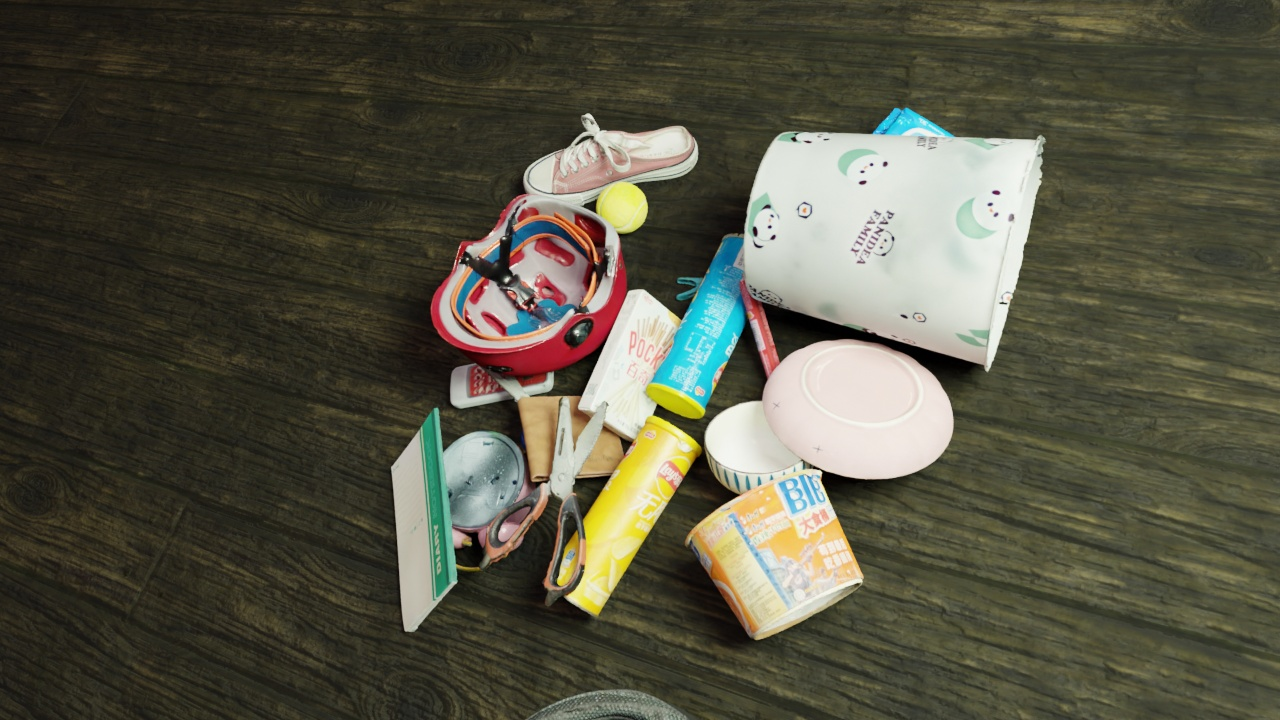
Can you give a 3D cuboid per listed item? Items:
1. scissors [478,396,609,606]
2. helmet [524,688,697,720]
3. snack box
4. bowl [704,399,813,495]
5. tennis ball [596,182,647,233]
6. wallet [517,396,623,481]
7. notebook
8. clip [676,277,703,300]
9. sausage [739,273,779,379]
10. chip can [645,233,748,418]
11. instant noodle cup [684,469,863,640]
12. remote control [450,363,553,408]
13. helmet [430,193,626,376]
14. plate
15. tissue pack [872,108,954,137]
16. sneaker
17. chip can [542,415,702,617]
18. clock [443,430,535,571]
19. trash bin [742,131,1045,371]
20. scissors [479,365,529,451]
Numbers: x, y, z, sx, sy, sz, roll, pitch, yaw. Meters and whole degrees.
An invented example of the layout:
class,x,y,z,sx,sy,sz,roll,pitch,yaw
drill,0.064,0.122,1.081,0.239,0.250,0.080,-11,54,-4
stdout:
class,x,y,z,sx,sy,sz,roll,pitch,yaw
scissors,-0.091,0.146,0.963,0.224,0.015,0.189,-38,59,3
helmet,-0.022,0.417,0.767,0.234,0.230,0.274,8,75,15
snack box,-0.006,0.006,1.051,0.027,0.084,0.156,1,62,50
bowl,0.127,0.101,0.956,0.116,0.066,0.116,-7,35,5
tennis ball,-0.024,-0.194,1.169,0.065,0.065,0.065,-8,62,15
wallet,-0.077,0.086,1.041,0.115,0.020,0.101,-2,59,-22
notebook,-0.246,0.180,1.035,0.151,0.012,0.208,-48,45,43
clip,0.070,-0.089,1.114,0.055,0.013,0.037,-5,63,19
sausage,0.137,-0.023,1.020,0.020,0.020,0.156,-17,89,11
chip can,0.083,-0.041,1.052,0.071,0.071,0.210,19,71,26
instant noodle cup,0.134,0.190,0.879,0.151,0.151,0.111,-29,67,3
remote control,-0.173,0.023,1.139,0.136,0.020,0.055,-11,62,14
helmet,-0.120,-0.065,1.086,0.207,0.144,0.239,29,66,31
plate,0.222,0.037,0.933,0.192,0.039,0.192,0,42,0
tissue pack,0.328,-0.217,1.046,0.157,0.052,0.095,39,79,14
sneaker,-0.048,-0.269,1.202,0.241,0.088,0.118,-9,62,14
chip can,-0.018,0.165,0.984,0.072,0.072,0.213,27,77,28
clock,-0.180,0.162,1.049,0.117,0.060,0.158,2,64,19
trash bin,0.255,-0.128,0.941,0.252,0.229,0.229,14,70,24
scissors,-0.137,0.056,1.074,0.170,0.012,0.143,22,43,2
